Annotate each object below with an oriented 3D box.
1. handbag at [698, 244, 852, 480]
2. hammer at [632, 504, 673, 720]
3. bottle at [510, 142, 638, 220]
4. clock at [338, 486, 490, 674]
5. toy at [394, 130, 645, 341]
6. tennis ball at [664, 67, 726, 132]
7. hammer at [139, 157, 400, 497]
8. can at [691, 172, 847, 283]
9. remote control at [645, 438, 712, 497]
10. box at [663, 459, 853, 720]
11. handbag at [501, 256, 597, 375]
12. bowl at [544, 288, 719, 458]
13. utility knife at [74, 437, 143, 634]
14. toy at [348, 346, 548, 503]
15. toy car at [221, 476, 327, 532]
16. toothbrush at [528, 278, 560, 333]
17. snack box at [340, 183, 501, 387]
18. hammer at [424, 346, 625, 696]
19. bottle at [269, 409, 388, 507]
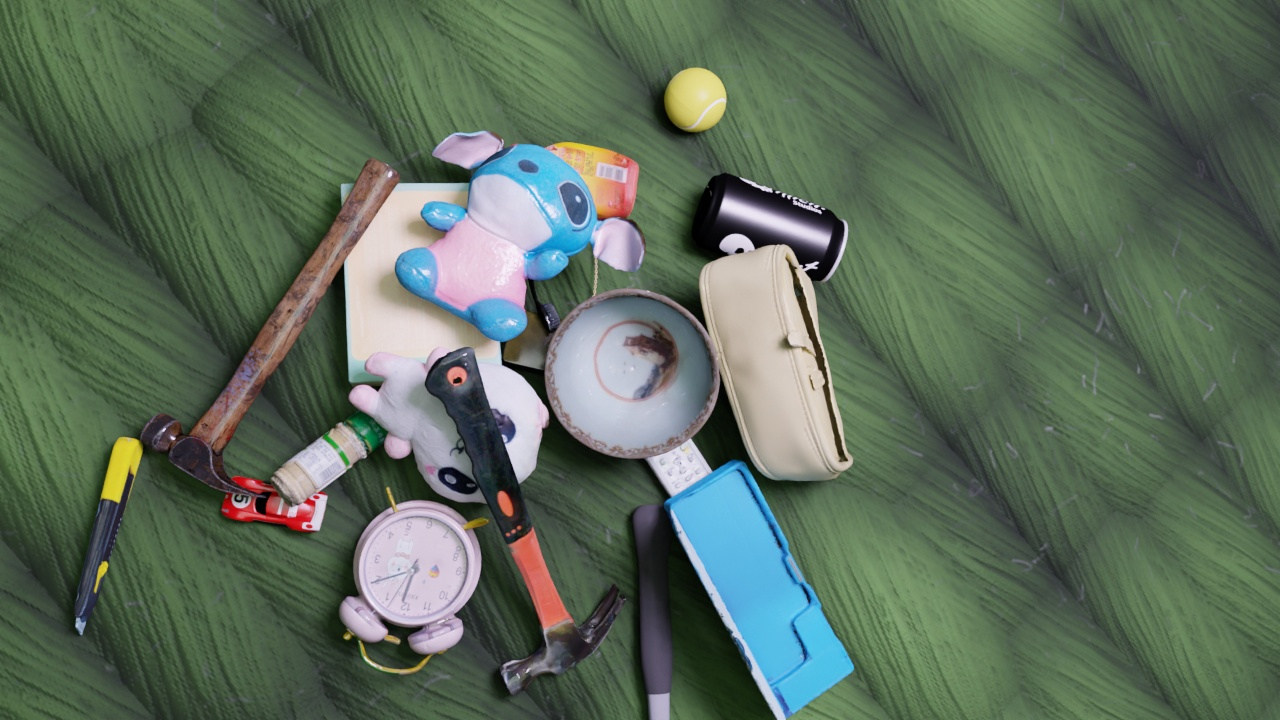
[{"bbox_3d":[0.148,0.007,0.892,0.089,0.190,0.232,-15,84,30],"label":"handbag"},{"bbox_3d":[0.013,0.296,0.883,0.125,0.030,0.310,2,79,-21],"label":"hammer"},{"bbox_3d":[-0.072,-0.185,0.933,0.134,0.048,0.071,9,79,-11],"label":"bottle"},{"bbox_3d":[-0.209,0.205,0.838,0.116,0.059,0.157,17,79,-9],"label":"clock"},{"bbox_3d":[-0.113,-0.110,0.847,0.224,0.099,0.191,31,75,5],"label":"toy"},{"bbox_3d":[0.058,-0.274,0.965,0.065,0.065,0.065,2,81,-12],"label":"tennis ball"},{"bbox_3d":[-0.312,-0.036,0.837,0.120,0.033,0.330,31,84,4],"label":"hammer"},{"bbox_3d":[0.133,-0.136,0.952,0.146,0.080,0.080,18,78,-9],"label":"can"},{"bbox_3d":[0.037,0.104,0.925,0.050,0.022,0.133,-33,89,-14],"label":"remote control"},{"bbox_3d":[0.117,0.228,0.863,0.114,0.114,0.243,-30,96,-14],"label":"box"},{"bbox_3d":[-0.087,-0.072,0.930,0.084,0.027,0.177,13,74,-8],"label":"handbag"},{"bbox_3d":[-0.005,0.005,0.877,0.160,0.093,0.160,1,101,4],"label":"bowl"},{"bbox_3d":[-0.471,0.154,0.807,0.020,0.029,0.174,12,81,-4],"label":"utility knife"},{"bbox_3d":[-0.173,0.052,0.837,0.179,0.101,0.139,28,107,-20],"label":"toy"},{"bbox_3d":[-0.334,0.132,0.840,0.089,0.025,0.038,12,79,-10],"label":"toy car"},{"bbox_3d":[-0.118,-0.112,0.918,0.017,0.014,0.188,-15,75,-29],"label":"toothbrush"},{"bbox_3d":[-0.212,-0.075,0.888,0.141,0.044,0.193,-3,82,-13],"label":"snack box"},{"bbox_3d":[-0.112,0.141,0.812,0.133,0.033,0.333,-24,114,-14],"label":"hammer"},{"bbox_3d":[-0.282,0.087,0.838,0.109,0.043,0.042,-40,91,-29],"label":"bottle"}]
